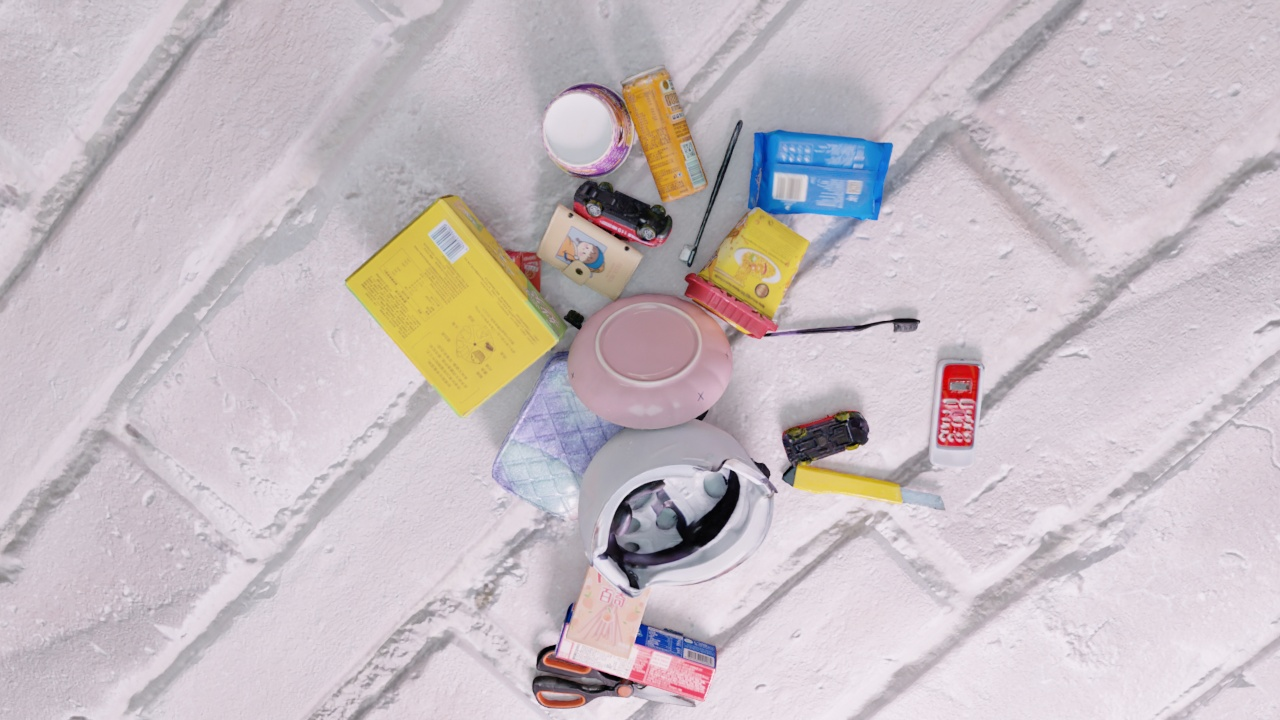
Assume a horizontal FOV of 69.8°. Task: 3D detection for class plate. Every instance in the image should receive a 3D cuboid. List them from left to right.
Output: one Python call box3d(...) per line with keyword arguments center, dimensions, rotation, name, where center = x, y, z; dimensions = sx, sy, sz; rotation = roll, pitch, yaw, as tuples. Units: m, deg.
box3d(center=(0.010, -0.010, 1.051), dimensions=(0.192, 0.192, 0.039), rotation=(0, 142, 4), name="plate")

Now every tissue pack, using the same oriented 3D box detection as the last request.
box3d(center=(0.204, -0.212, 1.051), dimensions=(0.157, 0.052, 0.095), rotation=(5, 106, 3), name="tissue pack")

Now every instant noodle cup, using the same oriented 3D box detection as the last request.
box3d(center=(-0.063, -0.260, 1.036), dimensions=(0.111, 0.099, 0.111), rotation=(1, 103, 2), name="instant noodle cup")
box3d(center=(0.126, -0.102, 1.058), dimensions=(0.116, 0.116, 0.123), rotation=(32, 92, -4), name="instant noodle cup")

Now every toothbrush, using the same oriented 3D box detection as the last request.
box3d(center=(-0.007, 0.007, 1.134), dimensions=(0.212, 0.026, 0.027), rotation=(37, 68, -4), name="toothbrush")
box3d(center=(0.084, -0.197, 1.083), dimensions=(0.018, 0.015, 0.181), rotation=(23, 105, 8), name="toothbrush")
box3d(center=(0.242, -0.036, 1.110), dimensions=(0.189, 0.014, 0.017), rotation=(-5, 115, 6), name="toothbrush")

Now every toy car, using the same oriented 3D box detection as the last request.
box3d(center=(-0.021, -0.169, 1.079), dimensions=(0.120, 0.052, 0.045), rotation=(23, 139, 4), name="toy car")
box3d(center=(0.229, 0.094, 1.132), dimensions=(0.106, 0.031, 0.049), rotation=(-19, 102, 10), name="toy car")

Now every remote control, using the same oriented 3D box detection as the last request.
box3d(center=(0.385, 0.065, 1.119), dimensions=(0.056, 0.020, 0.136), rotation=(2, 103, 3), name="remote control")

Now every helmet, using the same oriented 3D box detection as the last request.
box3d(center=(0.032, 0.158, 1.091), dimensions=(0.229, 0.145, 0.258), rotation=(-42, 140, 15), name="helmet")

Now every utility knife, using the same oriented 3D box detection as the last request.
box3d(center=(0.280, 0.162, 1.151), dimensions=(0.207, 0.015, 0.033), rotation=(11, 103, 5), name="utility knife")

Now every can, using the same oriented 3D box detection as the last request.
box3d(center=(0.027, -0.258, 1.050), dimensions=(0.058, 0.058, 0.146), rotation=(-19, 101, 8), name="can")

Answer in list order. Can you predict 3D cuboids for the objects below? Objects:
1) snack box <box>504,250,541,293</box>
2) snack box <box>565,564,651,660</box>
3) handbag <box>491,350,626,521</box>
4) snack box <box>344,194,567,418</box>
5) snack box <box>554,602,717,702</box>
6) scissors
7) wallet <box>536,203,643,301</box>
box3d(center=(-0.188, -0.077, 1.116), dimensions=(0.127, 0.044, 0.113), rotation=(3, 104, 3), name="snack box")
box3d(center=(-0.031, 0.291, 1.169), dimensions=(0.084, 0.026, 0.157), rotation=(18, 79, 0), name="snack box")
box3d(center=(-0.089, 0.090, 1.135), dimensions=(0.134, 0.075, 0.194), rotation=(29, 105, -8), name="handbag")
box3d(center=(-0.211, -0.062, 1.062), dimensions=(0.158, 0.070, 0.210), rotation=(-38, 98, 13), name="snack box")
box3d(center=(-0.006, 0.382, 1.206), dimensions=(0.207, 0.057, 0.058), rotation=(17, 106, 0), name="snack box")
box3d(center=(-0.038, 0.452, 1.249), dimensions=(0.234, 0.021, 0.163), rotation=(33, 110, -10), name="scissors")
box3d(center=(-0.063, -0.125, 1.090), dimensions=(0.115, 0.024, 0.087), rotation=(30, 131, -5), name="wallet")
